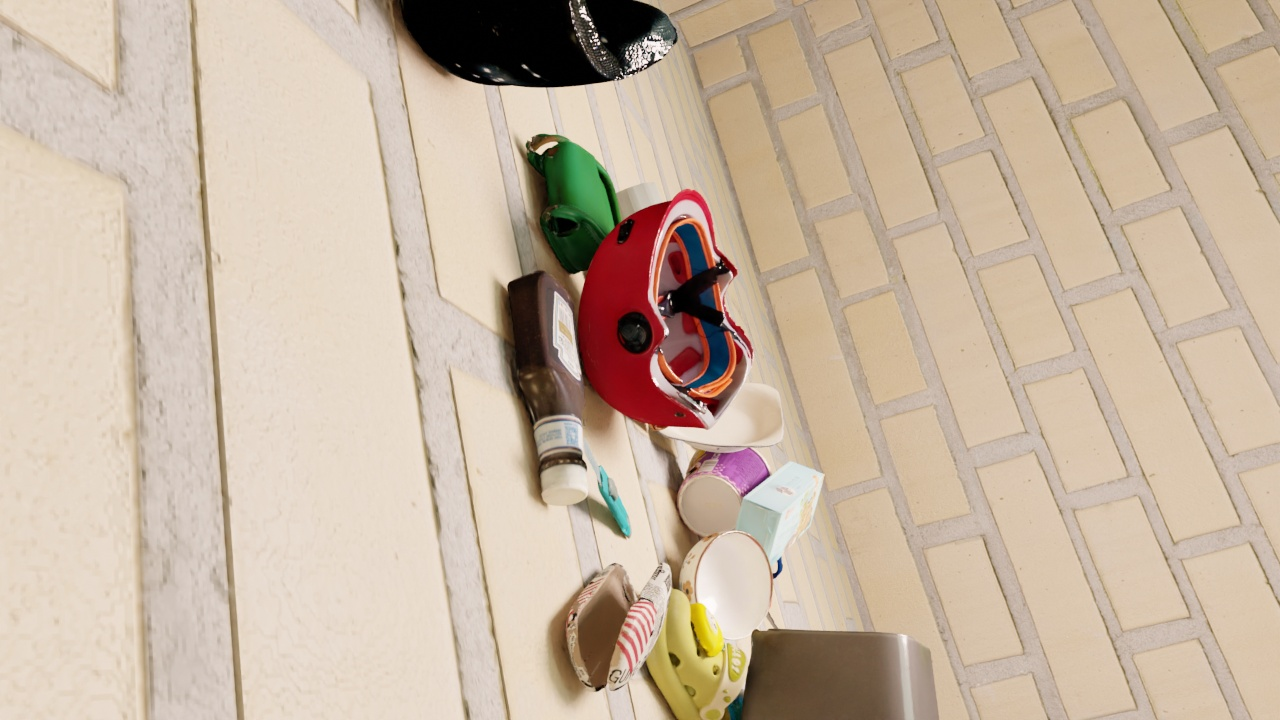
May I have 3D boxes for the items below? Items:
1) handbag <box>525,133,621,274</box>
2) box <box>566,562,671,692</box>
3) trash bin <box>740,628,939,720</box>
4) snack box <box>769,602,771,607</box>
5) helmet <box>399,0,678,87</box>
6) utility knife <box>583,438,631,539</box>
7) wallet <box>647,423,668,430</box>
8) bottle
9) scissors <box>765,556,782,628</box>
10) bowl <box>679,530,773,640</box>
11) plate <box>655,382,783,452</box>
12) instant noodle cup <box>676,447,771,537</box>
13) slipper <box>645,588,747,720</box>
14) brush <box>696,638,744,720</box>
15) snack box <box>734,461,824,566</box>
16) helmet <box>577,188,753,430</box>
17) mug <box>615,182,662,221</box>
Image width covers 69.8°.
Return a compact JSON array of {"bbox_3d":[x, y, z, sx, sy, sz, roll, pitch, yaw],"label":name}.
[{"bbox_3d":[-0.073,-0.166,0.975,0.120,0.068,0.131,40,34,-52],"label":"handbag"},{"bbox_3d":[-0.001,0.202,0.706,0.163,0.081,0.075,-9,86,-79],"label":"box"},{"bbox_3d":[0.188,0.373,0.854,0.198,0.199,0.219,42,48,-55],"label":"trash bin"},{"bbox_3d":[0.109,0.259,1.073,0.091,0.080,0.082,-58,127,-73],"label":"snack box"},{"bbox_3d":[-0.093,-0.363,0.793,0.234,0.230,0.274,78,4,-52],"label":"helmet"},{"bbox_3d":[-0.027,0.112,0.784,0.222,0.013,0.029,71,9,-63],"label":"utility knife"},{"bbox_3d":[-0.006,0.006,1.054,0.119,0.035,0.130,39,31,-63],"label":"wallet"},{"bbox_3d":[-0.072,0.023,0.751,0.080,0.044,0.194,50,26,-57],"label":"bottle"},{"bbox_3d":[0.135,0.272,1.152,0.162,0.176,0.012,45,52,14],"label":"scissors"},{"bbox_3d":[0.083,0.241,0.989,0.113,0.062,0.113,7,77,-36],"label":"bowl"},{"bbox_3d":[0.095,0.072,1.149,0.163,0.164,0.034,-78,174,-62],"label":"plate"},{"bbox_3d":[0.098,0.163,1.121,0.111,0.112,0.099,69,23,-7],"label":"instant noodle cup"},{"bbox_3d":[0.060,0.282,0.848,0.091,0.082,0.190,-85,155,-65],"label":"slipper"},{"bbox_3d":[0.097,0.360,0.961,0.314,0.060,0.109,55,15,-43],"label":"brush"},{"bbox_3d":[0.165,0.181,1.091,0.174,0.052,0.074,-19,125,-61],"label":"snack box"},{"bbox_3d":[0.010,-0.045,0.925,0.206,0.144,0.240,-46,126,-55],"label":"helmet"},{"bbox_3d":[-0.001,-0.177,1.255,0.124,0.083,0.103,170,-101,-85],"label":"mug"}]
